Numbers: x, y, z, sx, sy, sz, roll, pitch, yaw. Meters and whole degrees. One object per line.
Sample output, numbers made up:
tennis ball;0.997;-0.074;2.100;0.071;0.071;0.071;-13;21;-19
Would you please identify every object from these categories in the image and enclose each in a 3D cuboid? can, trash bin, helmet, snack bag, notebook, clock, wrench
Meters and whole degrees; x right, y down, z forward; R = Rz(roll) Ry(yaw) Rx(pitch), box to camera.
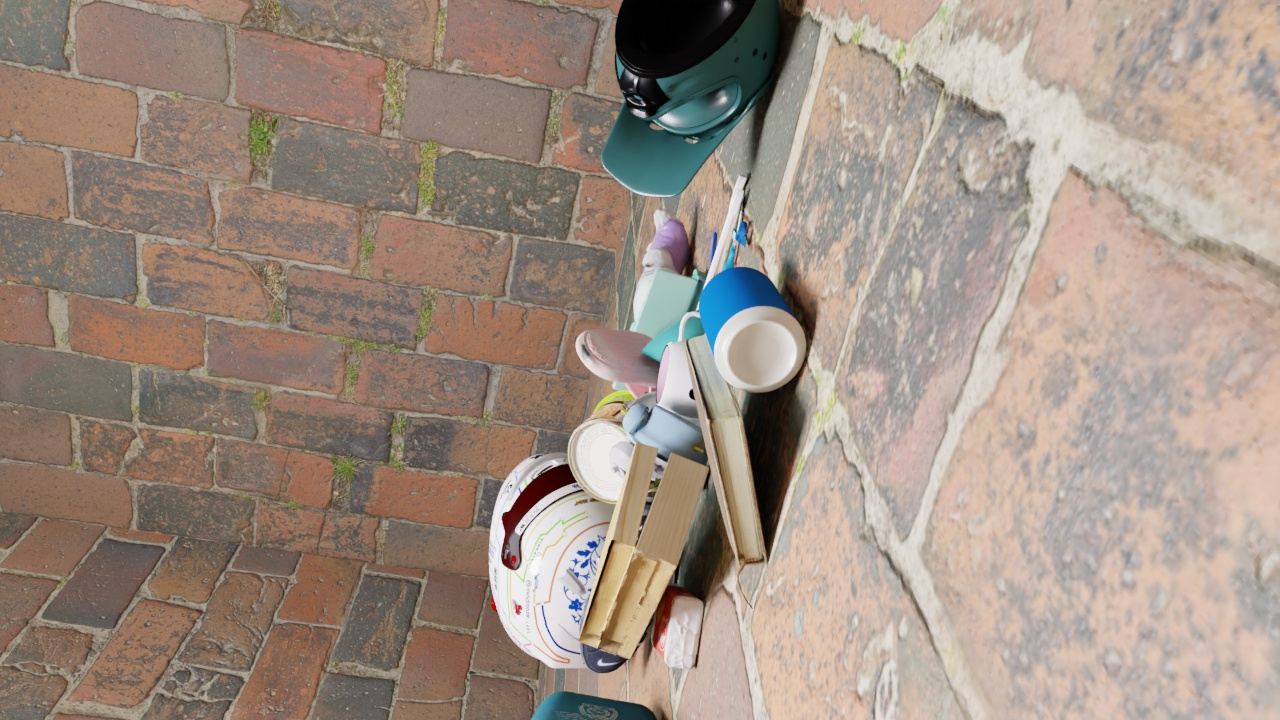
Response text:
can;0.098;-0.032;0.837;0.146;0.079;0.079;-98;18;-68
trash bin;-0.057;0.480;1.013;0.218;0.196;0.199;112;168;-87
helmet;-0.104;0.306;1.400;0.236;0.230;0.314;6;90;52
snack bag;0.040;0.298;1.039;0.116;0.036;0.077;144;136;-80
helmet;0.056;-0.341;1.079;0.274;0.176;0.200;-58;-18;-19
notebook;0.081;0.094;0.865;0.215;0.034;0.190;-97;-4;-69
clock;0.029;0.083;1.027;0.051;0.124;0.088;-62;-30;0
clock;0.027;0.104;1.106;0.158;0.120;0.061;-72;-8;-47
wrench;0.092;-0.113;1.199;0.047;0.009;0.274;-79;5;-60

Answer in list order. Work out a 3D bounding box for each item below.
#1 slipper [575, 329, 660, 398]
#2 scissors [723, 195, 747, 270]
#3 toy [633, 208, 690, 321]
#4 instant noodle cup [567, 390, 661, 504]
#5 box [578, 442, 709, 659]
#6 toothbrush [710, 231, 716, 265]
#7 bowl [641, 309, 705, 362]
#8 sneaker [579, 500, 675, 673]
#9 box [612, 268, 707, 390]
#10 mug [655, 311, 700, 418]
slipper;-0.007;0.007;1.195;0.056;0.221;0.106;-47;58;20
scissors;0.119;-0.150;1.122;0.127;0.014;0.127;112;171;-73
toy;0.037;-0.127;1.461;0.138;0.085;0.208;105;173;-55
instant noodle cup;-0.024;0.119;1.223;0.097;0.146;0.146;-28;-45;-56
box;-0.008;0.215;1.004;0.250;0.092;0.127;105;-170;-50
toothbrush;0.093;-0.099;1.255;0.017;0.011;0.186;112;165;-62
bowl;0.064;-0.022;1.139;0.046;0.121;0.121;58;164;8
sneaker;-0.010;0.320;1.201;0.150;0.097;0.253;-120;45;-76
box;0.028;-0.043;1.309;0.078;0.112;0.187;49;125;56
mug;0.065;0.006;1.070;0.090;0.076;0.124;-174;94;-83
